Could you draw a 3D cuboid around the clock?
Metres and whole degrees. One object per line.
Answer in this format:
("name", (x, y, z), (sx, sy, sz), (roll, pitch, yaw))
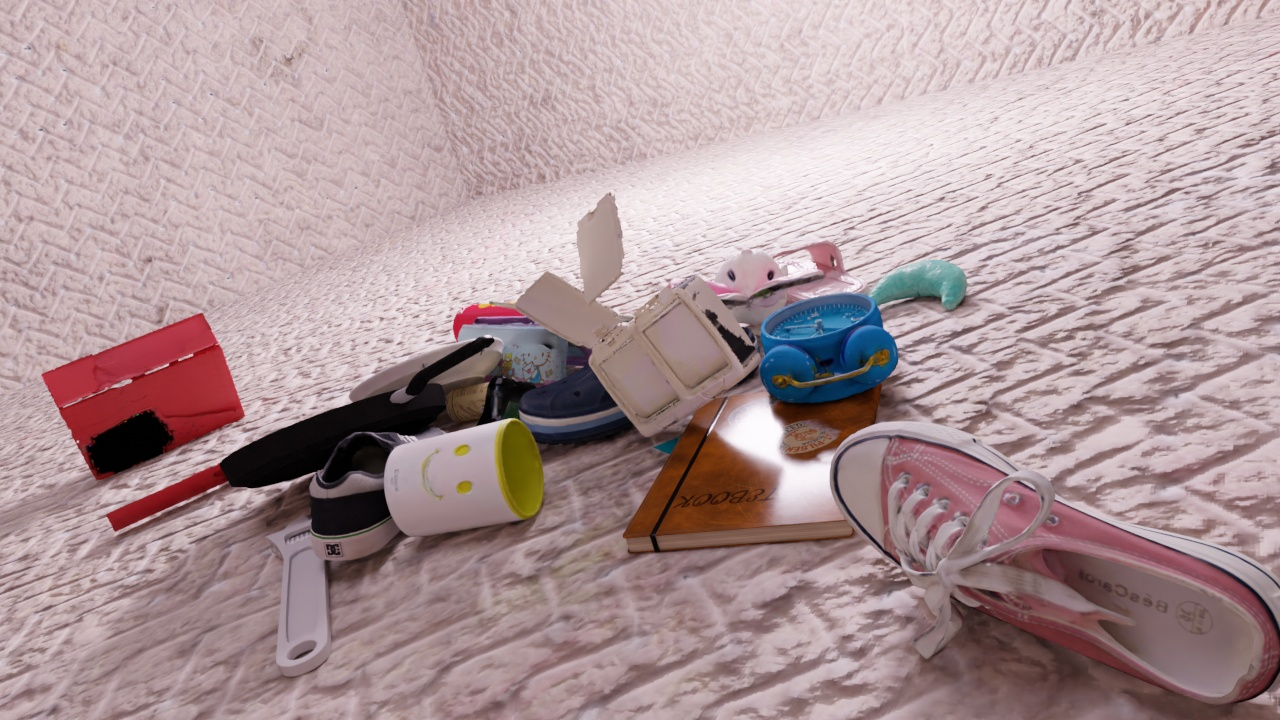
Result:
("clock", (0.158, -0.007, 0.778), (0.117, 0.060, 0.161), (-13, 19, 9))

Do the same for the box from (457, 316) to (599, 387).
("box", (-0.144, -0.016, 1.118), (0.215, 0.077, 0.096), (2, 27, 46))

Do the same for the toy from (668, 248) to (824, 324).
("toy", (0.117, -0.080, 1.004), (0.159, 0.084, 0.194), (-6, 6, 8))

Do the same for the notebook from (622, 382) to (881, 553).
("notebook", (0.092, 0.073, 0.725), (0.179, 0.014, 0.248), (-9, 19, 23))

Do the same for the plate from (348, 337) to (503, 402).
("plate", (-0.237, 0.025, 1.045), (0.182, 0.034, 0.182), (-22, -7, -3))

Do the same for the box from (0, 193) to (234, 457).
("box", (-0.750, -0.050, 1.298), (0.213, 0.325, 0.153), (-29, -11, -29))

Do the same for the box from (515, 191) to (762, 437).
("box", (-0.013, -0.028, 0.767), (0.144, 0.191, 0.068), (-39, 0, 43))

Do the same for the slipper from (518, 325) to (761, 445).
("slipper", (-0.005, 0.005, 0.898), (0.252, 0.095, 0.105), (-18, 20, -14))

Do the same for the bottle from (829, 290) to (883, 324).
("bottle", (0.206, -0.043, 0.918), (0.047, 0.047, 0.112), (-17, 17, 0))

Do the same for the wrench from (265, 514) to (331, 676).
("wrench", (-0.262, 0.173, 0.748), (0.086, 0.018, 0.273), (-20, 19, -15))

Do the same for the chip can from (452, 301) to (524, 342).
("chip can", (-0.160, -0.048, 1.236), (0.221, 0.069, 0.069), (-1, 23, 42))

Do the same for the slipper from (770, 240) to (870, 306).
("slipper", (0.196, -0.106, 1.094), (0.094, 0.064, 0.239), (-20, 19, -9))

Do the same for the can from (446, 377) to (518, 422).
("can", (-0.172, 0.044, 1.018), (0.080, 0.038, 0.038), (-11, 19, 19))

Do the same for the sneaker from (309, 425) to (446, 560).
("sneaker", (-0.227, 0.090, 0.827), (0.084, 0.079, 0.235), (-2, 15, 7))

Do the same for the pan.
("pan", (-0.257, 0.054, 0.890), (0.357, 0.034, 0.224), (-25, -5, 36))

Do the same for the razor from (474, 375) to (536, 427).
("razor", (-0.149, 0.068, 0.884), (0.054, 0.067, 0.151), (-3, 30, 26))

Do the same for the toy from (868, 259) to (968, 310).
("toy", (0.295, -0.077, 0.970), (0.105, 0.033, 0.084), (-1, 35, 39))

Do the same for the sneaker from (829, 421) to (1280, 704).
("sneaker", (0.169, 0.094, 0.442), (0.087, 0.118, 0.241), (-7, 16, -33))

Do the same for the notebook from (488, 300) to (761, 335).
("notebook", (-0.014, -0.047, 1.006), (0.252, 0.010, 0.182), (4, 4, -36))

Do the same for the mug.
("mug", (-0.144, 0.098, 0.756), (0.106, 0.082, 0.082), (-13, 18, 15))
